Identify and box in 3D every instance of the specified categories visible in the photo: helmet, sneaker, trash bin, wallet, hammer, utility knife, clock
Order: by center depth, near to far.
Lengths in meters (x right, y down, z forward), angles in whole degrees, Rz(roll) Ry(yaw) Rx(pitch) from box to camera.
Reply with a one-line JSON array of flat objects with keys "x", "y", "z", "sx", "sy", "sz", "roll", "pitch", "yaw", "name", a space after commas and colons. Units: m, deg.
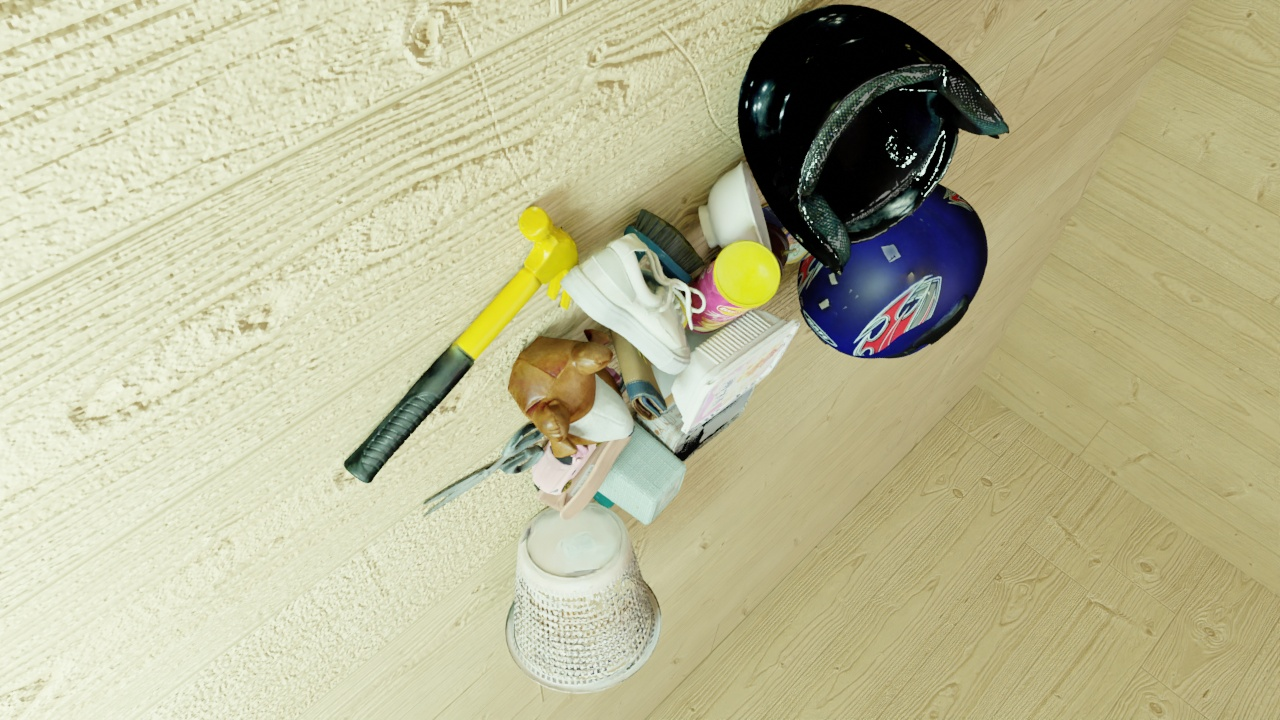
[{"x": -0.166, "y": -0.006, "z": 0.864, "sx": 0.300, "sy": 0.033, "sz": 0.129, "roll": -48, "pitch": 155, "yaw": -4, "name": "hammer"}, {"x": 0.010, "y": -0.060, "z": 0.949, "sx": 0.091, "sy": 0.089, "sz": 0.242, "roll": -44, "pitch": 152, "yaw": 5, "name": "sneaker"}, {"x": 0.227, "y": -0.237, "z": 0.969, "sx": 0.234, "sy": 0.230, "sz": 0.274, "roll": -39, "pitch": 157, "yaw": 11, "name": "helmet"}, {"x": -0.006, "y": 0.006, "z": 1.061, "sx": 0.033, "sy": 0.115, "sz": 0.090, "roll": -22, "pitch": 155, "yaw": 6, "name": "wallet"}, {"x": 0.136, "y": -0.121, "z": 1.151, "sx": 0.122, "sy": 0.082, "sz": 0.055, "roll": -47, "pitch": -161, "yaw": 41, "name": "clock"}, {"x": -0.085, "y": 0.311, "z": 1.274, "sx": 0.226, "sy": 0.227, "sz": 0.192, "roll": -34, "pitch": 139, "yaw": -32, "name": "trash bin"}, {"x": 0.347, "y": -0.116, "z": 1.344, "sx": 0.239, "sy": 0.247, "sz": 0.316, "roll": -24, "pitch": 156, "yaw": -38, "name": "helmet"}, {"x": -0.060, "y": 0.201, "z": 1.373, "sx": 0.029, "sy": 0.013, "sz": 0.151, "roll": -44, "pitch": 158, "yaw": -7, "name": "utility knife"}]

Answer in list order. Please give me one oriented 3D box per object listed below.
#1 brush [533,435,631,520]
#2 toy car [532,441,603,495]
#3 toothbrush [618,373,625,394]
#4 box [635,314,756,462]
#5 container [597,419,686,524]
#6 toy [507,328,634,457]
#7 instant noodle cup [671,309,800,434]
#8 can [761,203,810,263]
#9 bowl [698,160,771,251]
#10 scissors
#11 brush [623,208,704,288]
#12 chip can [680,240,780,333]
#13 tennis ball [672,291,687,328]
[{"x": -0.067, "y": 0.132, "z": 1.171, "sx": 0.063, "sy": 0.073, "sz": 0.145, "roll": 35, "pitch": 94, "yaw": -38, "name": "brush"}, {"x": -0.089, "y": 0.110, "z": 1.133, "sx": 0.122, "sy": 0.056, "sz": 0.037, "roll": -54, "pitch": 155, "yaw": 2, "name": "toy car"}, {"x": -0.048, "y": 0.077, "z": 1.209, "sx": 0.018, "sy": 0.015, "sz": 0.181, "roll": -23, "pitch": 146, "yaw": -56, "name": "toothbrush"}, {"x": 0.075, "y": 0.024, "z": 1.264, "sx": 0.178, "sy": 0.105, "sz": 0.261, "roll": -36, "pitch": 158, "yaw": -27, "name": "box"}, {"x": -0.005, "y": 0.154, "z": 1.257, "sx": 0.090, "sy": 0.111, "sz": 0.090, "roll": -44, "pitch": 162, "yaw": -29, "name": "container"}, {"x": -0.064, "y": 0.043, "z": 1.017, "sx": 0.140, "sy": 0.130, "sz": 0.200, "roll": -57, "pitch": 167, "yaw": -11, "name": "toy"}, {"x": 0.111, "y": 0.005, "z": 1.160, "sx": 0.173, "sy": 0.060, "sz": 0.138, "roll": -33, "pitch": 161, "yaw": -27, "name": "instant noodle cup"}, {"x": 0.194, "y": -0.170, "z": 1.226, "sx": 0.147, "sy": 0.049, "sz": 0.075, "roll": -11, "pitch": 135, "yaw": -54, "name": "can"}, {"x": 0.104, "y": -0.161, "z": 1.048, "sx": 0.065, "sy": 0.118, "sz": 0.118, "roll": -16, "pitch": 161, "yaw": 14, "name": "bowl"}, {"x": -0.176, "y": 0.133, "z": 1.072, "sx": 0.168, "sy": 0.014, "sz": 0.156, "roll": -50, "pitch": 155, "yaw": 1, "name": "scissors"}, {"x": 0.019, "y": -0.111, "z": 1.002, "sx": 0.073, "sy": 0.055, "sz": 0.143, "roll": -53, "pitch": 156, "yaw": 4, "name": "brush"}, {"x": 0.095, "y": -0.079, "z": 1.055, "sx": 0.071, "sy": 0.071, "sz": 0.211, "roll": -45, "pitch": -178, "yaw": -11, "name": "chip can"}, {"x": 0.024, "y": -0.055, "z": 1.080, "sx": 0.065, "sy": 0.065, "sz": 0.066, "roll": -39, "pitch": 154, "yaw": -24, "name": "tennis ball"}]
